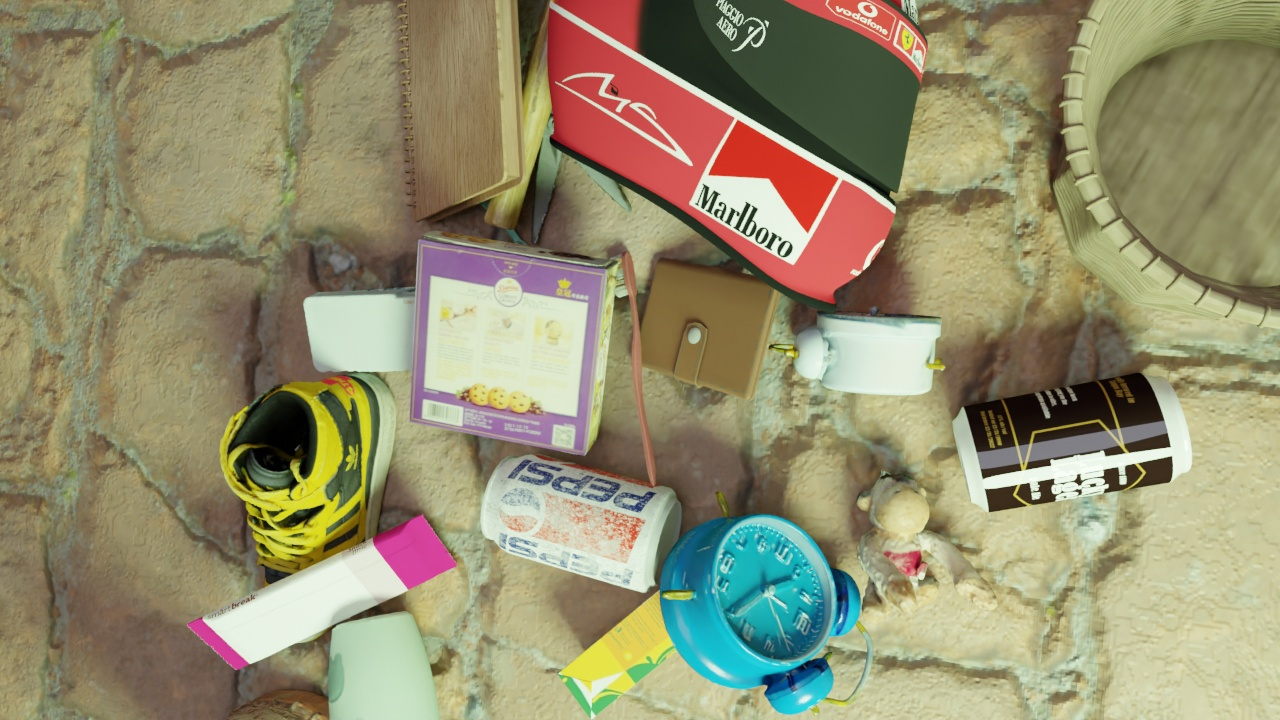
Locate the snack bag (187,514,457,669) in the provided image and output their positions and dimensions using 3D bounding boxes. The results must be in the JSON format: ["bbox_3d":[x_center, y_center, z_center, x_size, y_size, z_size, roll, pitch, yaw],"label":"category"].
[{"bbox_3d":[-0.250,0.186,0.732,0.196,0.070,0.016,-25,38,-4],"label":"snack bag"}]

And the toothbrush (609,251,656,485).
[{"bbox_3d":[-0.004,0.004,0.689,0.016,0.015,0.184,-15,70,21],"label":"toothbrush"}]

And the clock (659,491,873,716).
[{"bbox_3d":[0.091,0.171,0.628,0.161,0.116,0.060,37,143,-7],"label":"clock"}]

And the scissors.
[{"bbox_3d":[-0.079,-0.209,0.737,0.226,0.016,0.225,18,94,17],"label":"scissors"}]

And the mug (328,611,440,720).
[{"bbox_3d":[-0.218,0.263,0.743,0.112,0.084,0.104,-27,70,43],"label":"mug"}]

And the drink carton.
[{"bbox_3d":[0.004,0.205,0.680,0.123,0.058,0.041,-41,78,12],"label":"drink carton"}]

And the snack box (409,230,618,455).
[{"bbox_3d":[-0.097,-0.013,0.688,0.143,0.040,0.148,10,108,9],"label":"snack box"}]

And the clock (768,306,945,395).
[{"bbox_3d":[0.147,-0.009,0.630,0.118,0.083,0.057,4,96,16],"label":"clock"}]

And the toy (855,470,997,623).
[{"bbox_3d":[0.186,0.123,0.627,0.085,0.074,0.105,-1,65,-14],"label":"toy"}]

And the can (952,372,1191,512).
[{"bbox_3d":[0.274,0.053,0.593,0.129,0.072,0.072,-13,85,16],"label":"can"}]

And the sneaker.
[{"bbox_3d":[-0.278,0.124,0.737,0.086,0.122,0.238,16,93,18],"label":"sneaker"}]

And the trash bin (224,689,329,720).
[{"bbox_3d":[-0.328,0.357,0.701,0.151,0.210,0.151,-1,88,17],"label":"trash bin"}]

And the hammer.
[{"bbox_3d":[-0.058,-0.257,0.676,0.033,0.132,0.331,19,103,3],"label":"hammer"}]

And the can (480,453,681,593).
[{"bbox_3d":[-0.043,0.119,0.687,0.136,0.078,0.078,12,92,17],"label":"can"}]

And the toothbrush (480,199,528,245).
[{"bbox_3d":[-0.125,-0.134,0.749,0.022,0.017,0.135,-35,79,17],"label":"toothbrush"}]

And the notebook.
[{"bbox_3d":[-0.144,-0.223,0.709,0.169,0.022,0.210,-6,86,52],"label":"notebook"}]

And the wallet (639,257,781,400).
[{"bbox_3d":[0.045,-0.026,0.669,0.121,0.013,0.087,17,95,45],"label":"wallet"}]

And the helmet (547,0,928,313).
[{"bbox_3d":[0.071,-0.195,0.595,0.271,0.197,0.225,34,106,15],"label":"helmet"}]

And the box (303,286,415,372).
[{"bbox_3d":[-0.173,-0.025,0.744,0.199,0.070,0.085,-3,75,13],"label":"box"}]

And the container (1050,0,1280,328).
[{"bbox_3d":[0.343,-0.123,0.510,0.227,0.196,0.227,0,89,17],"label":"container"}]
